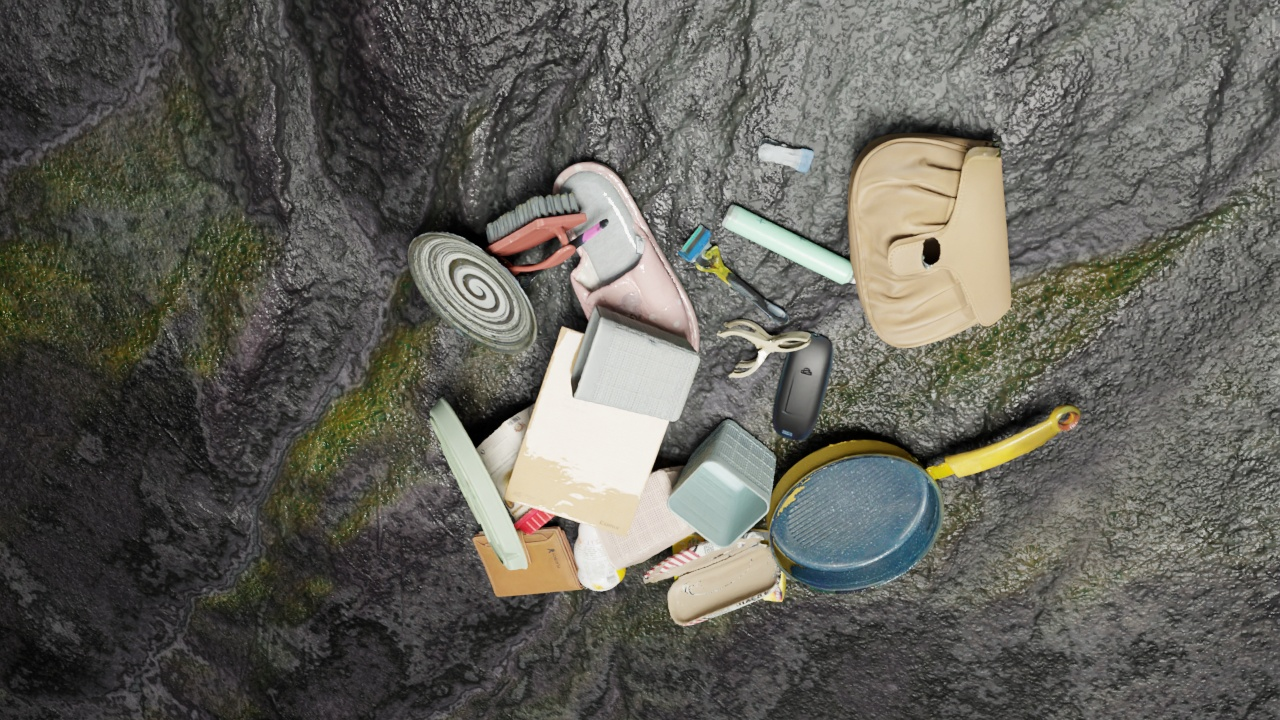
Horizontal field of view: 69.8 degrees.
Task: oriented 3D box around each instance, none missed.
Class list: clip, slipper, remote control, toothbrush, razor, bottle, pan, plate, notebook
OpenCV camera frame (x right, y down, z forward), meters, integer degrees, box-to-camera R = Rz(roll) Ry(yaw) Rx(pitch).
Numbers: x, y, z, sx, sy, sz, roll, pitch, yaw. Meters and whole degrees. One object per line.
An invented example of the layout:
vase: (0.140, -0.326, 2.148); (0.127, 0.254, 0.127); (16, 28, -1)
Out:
clip: (0.146, -0.207, 0.922); (0.057, 0.028, 0.024); (17, 121, -3)
clip: (0.126, -0.023, 1.004); (0.098, 0.035, 0.100); (48, 126, -3)
slipper: (-0.018, -0.087, 1.010); (0.114, 0.054, 0.274); (-16, 109, 23)
remote control: (0.180, 0.034, 1.026); (0.053, 0.024, 0.137); (15, 118, 12)
toothbrush: (0.188, -0.104, 0.955); (0.224, 0.027, 0.027); (27, 124, 3)
razor: (0.105, -0.086, 0.994); (0.142, 0.022, 0.042); (39, 76, -8)
bottle: (-0.054, 0.239, 1.174); (0.063, 0.063, 0.108); (1, 116, 16)
pan: (0.301, 0.139, 0.996); (0.358, 0.078, 0.197); (-38, 117, 15)
toothbrush: (-0.092, -0.114, 1.004); (0.190, 0.017, 0.014); (-27, 74, 48)
plate: (-0.198, 0.152, 1.103); (0.027, 0.230, 0.230); (-27, 110, -16)
plate: (-0.189, -0.079, 1.054); (0.179, 0.024, 0.180); (23, 143, 18)
notebook: (-0.052, 0.084, 1.034); (0.149, 0.012, 0.211); (19, 100, -7)

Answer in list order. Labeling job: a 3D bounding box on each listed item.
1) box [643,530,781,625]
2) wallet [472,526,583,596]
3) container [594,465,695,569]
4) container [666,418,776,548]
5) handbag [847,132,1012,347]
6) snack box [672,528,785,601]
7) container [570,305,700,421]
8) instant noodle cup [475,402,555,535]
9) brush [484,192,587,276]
box: (0.086, 0.261, 1.098); (0.162, 0.075, 0.085); (-31, 70, 24)
wallet: (-0.153, 0.264, 1.237); (0.131, 0.035, 0.119); (-10, 118, 20)
container: (0.013, 0.184, 1.102); (0.111, 0.089, 0.090); (-31, 74, 24)
container: (0.097, 0.135, 1.051); (0.090, 0.111, 0.090); (38, 120, -5)
handbag: (0.276, -0.115, 0.877); (0.148, 0.099, 0.204); (-9, 109, 11)
snack box: (0.111, 0.251, 1.148); (0.140, 0.033, 0.087); (4, 115, 17)
container: (-0.006, 0.006, 0.970); (0.114, 0.090, 0.090); (17, 102, -10)
instant noodle cup: (-0.129, 0.129, 1.123); (0.117, 0.116, 0.124); (-42, 86, 29)
brush: (-0.121, -0.129, 0.993); (0.146, 0.063, 0.069); (-14, 90, 52)
